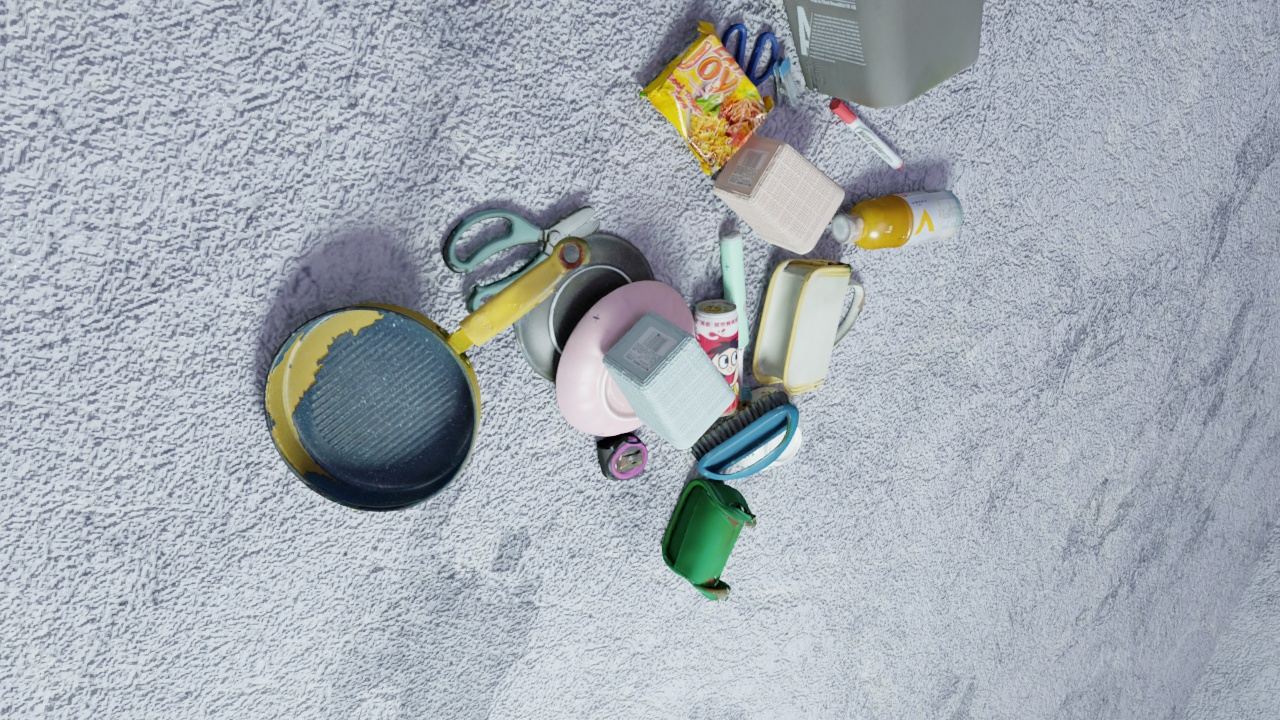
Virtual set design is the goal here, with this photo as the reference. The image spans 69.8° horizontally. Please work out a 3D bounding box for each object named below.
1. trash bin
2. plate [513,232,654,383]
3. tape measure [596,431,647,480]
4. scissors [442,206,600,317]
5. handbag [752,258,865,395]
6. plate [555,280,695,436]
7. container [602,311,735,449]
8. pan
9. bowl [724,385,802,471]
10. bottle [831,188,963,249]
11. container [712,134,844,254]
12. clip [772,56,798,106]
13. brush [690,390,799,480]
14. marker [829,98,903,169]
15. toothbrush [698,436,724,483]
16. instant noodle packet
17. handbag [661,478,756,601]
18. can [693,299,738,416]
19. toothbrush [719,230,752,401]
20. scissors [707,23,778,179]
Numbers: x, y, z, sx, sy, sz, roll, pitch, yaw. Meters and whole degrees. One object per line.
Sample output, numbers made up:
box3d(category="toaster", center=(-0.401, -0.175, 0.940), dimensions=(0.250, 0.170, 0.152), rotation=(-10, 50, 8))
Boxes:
box3d(category="trash bin", center=(0.249, -0.404, 0.958), dimensions=(0.198, 0.199, 0.220), rotation=(-31, 130, -17))
box3d(category="plate", center=(-0.053, -0.051, 1.006), dimensions=(0.179, 0.024, 0.180), rotation=(-12, 116, -28))
box3d(category="tape measure", center=(-0.020, 0.113, 1.085), dimensions=(0.057, 0.039, 0.057), rotation=(-19, 118, -26))
box3d(category="scissors", center=(-0.119, -0.123, 0.930), dimensions=(0.179, 0.019, 0.143), rotation=(-39, 115, -12))
box3d(category="handbag", center=(0.222, -0.048, 1.171), dimensions=(0.178, 0.063, 0.163), rotation=(-8, 114, -46))
box3d(category="plate", center=(-0.006, 0.006, 1.025), dimensions=(0.192, 0.039, 0.193), rotation=(-24, 131, -31))
box3d(category="container", center=(0.027, 0.018, 0.967), dimensions=(0.090, 0.090, 0.111), rotation=(-46, 136, -10))
box3d(category="pan", center=(-0.183, 0.001, 0.818), dimensions=(0.358, 0.078, 0.197), rotation=(-37, 101, 11))
box3d(category="bowl", center=(0.168, 0.096, 1.186), dimensions=(0.113, 0.062, 0.114), rotation=(-14, 118, -28))
box3d(category="bottle", center=(0.326, -0.178, 1.169), dimensions=(0.189, 0.068, 0.068), rotation=(-12, 115, -29))
box3d(category="container", center=(0.152, -0.191, 1.036), dimensions=(0.111, 0.090, 0.090), rotation=(30, 92, -39))
box3d(category="clip", center=(0.162, -0.312, 1.034), dimensions=(0.025, 0.032, 0.057), rotation=(-54, 138, -31))
box3d(category="brush", center=(0.132, 0.100, 1.114), dimensions=(0.144, 0.073, 0.055), rotation=(-36, 147, 13))
box3d(category="marker", center=(0.281, -0.277, 1.131), dimensions=(0.145, 0.017, 0.017), rotation=(28, 92, -37))
box3d(category="toothbrush", center=(0.082, 0.115, 1.167), dimensions=(0.015, 0.018, 0.181), rotation=(-32, 125, -13))
box3d(category="instant noodle packet", center=(0.073, -0.278, 0.973), dimensions=(0.111, 0.044, 0.128), rotation=(-47, 121, -1))
box3d(category="handbag", center=(0.091, 0.223, 1.152), dimensions=(0.068, 0.120, 0.131), rotation=(17, 101, -31))
box3d(category="can", center=(0.091, -0.003, 1.099), dimensions=(0.053, 0.053, 0.133), rotation=(-15, 117, -27))
box3d(category="toothbrush", center=(0.117, -0.048, 1.114), dimensions=(0.026, 0.027, 0.225), rotation=(-56, 144, -57))
box3d(category="scissors", center=(0.114, -0.286, 1.025), dimensions=(0.132, 0.012, 0.173), rotation=(-27, 124, -21))
